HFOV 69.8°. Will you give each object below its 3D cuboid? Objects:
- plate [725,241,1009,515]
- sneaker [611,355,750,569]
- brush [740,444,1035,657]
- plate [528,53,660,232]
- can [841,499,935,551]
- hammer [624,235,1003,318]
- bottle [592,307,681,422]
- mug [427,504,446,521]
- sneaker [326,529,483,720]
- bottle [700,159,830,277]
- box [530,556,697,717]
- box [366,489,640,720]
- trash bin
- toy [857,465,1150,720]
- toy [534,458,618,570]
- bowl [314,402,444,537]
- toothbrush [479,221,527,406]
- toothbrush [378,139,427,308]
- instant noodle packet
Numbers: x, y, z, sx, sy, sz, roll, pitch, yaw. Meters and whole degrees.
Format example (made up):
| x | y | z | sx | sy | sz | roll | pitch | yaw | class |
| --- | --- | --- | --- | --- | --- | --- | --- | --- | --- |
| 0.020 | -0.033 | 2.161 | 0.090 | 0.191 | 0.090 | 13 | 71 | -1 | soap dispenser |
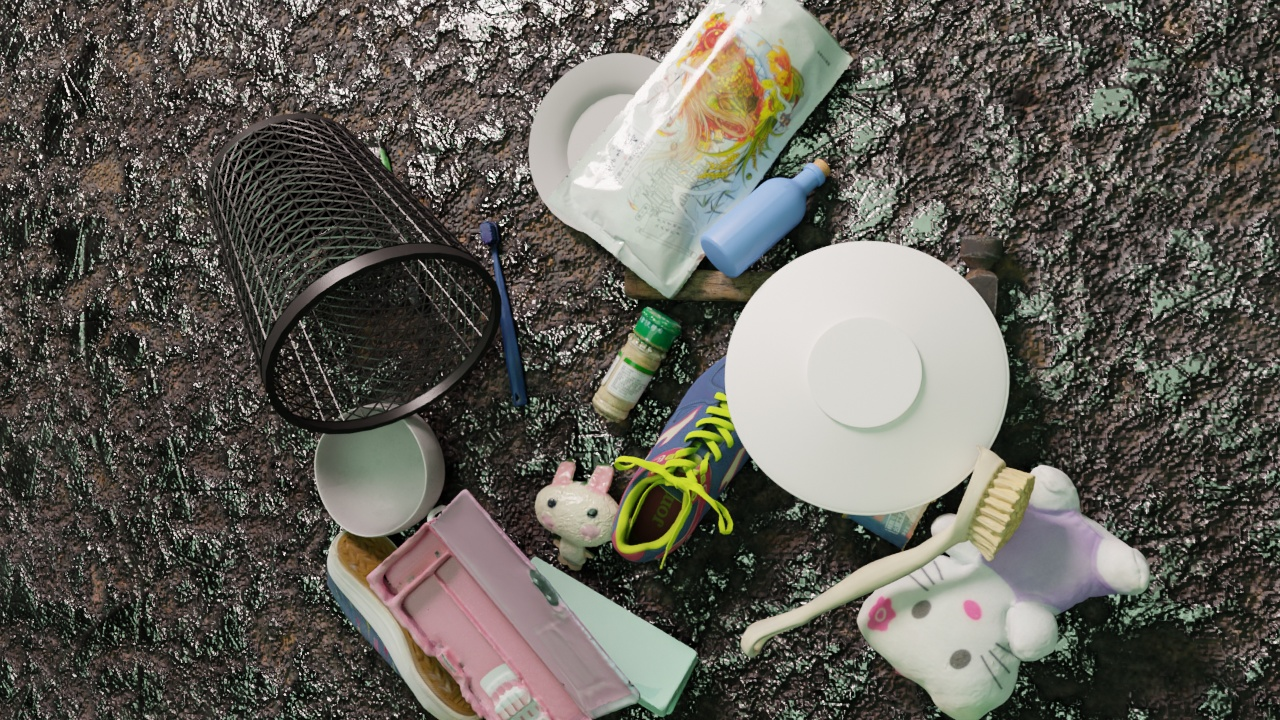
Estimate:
| x | y | z | sx | sy | sz | roll | pitch | yaw | class |
| --- | --- | --- | --- | --- | --- | --- | --- | --- | --- |
| 0.182 | 0.011 | 0.749 | 0.230 | 0.030 | 0.229 | -2 | 82 | 12 | plate |
| 0.060 | 0.082 | 0.813 | 0.116 | 0.091 | 0.242 | 37 | 100 | 18 | sneaker |
| 0.191 | 0.164 | 0.727 | 0.273 | 0.062 | 0.077 | -38 | 49 | 16 | brush |
| -0.024 | -0.205 | 0.880 | 0.173 | 0.019 | 0.173 | 0 | 90 | 19 | plate |
| 0.221 | 0.104 | 0.778 | 0.059 | 0.054 | 0.100 | 29 | 99 | 15 | can |
| 0.142 | -0.055 | 0.818 | 0.331 | 0.033 | 0.120 | 4 | 92 | 19 | hammer |
| -0.005 | 0.005 | 0.861 | 0.043 | 0.042 | 0.110 | 34 | 101 | 16 | bottle |
| -0.177 | 0.200 | 0.900 | 0.090 | 0.076 | 0.124 | -30 | 81 | 16 | mug |
| -0.236 | 0.274 | 0.930 | 0.235 | 0.087 | 0.079 | 46 | 130 | 14 | sneaker |
| 0.115 | -0.131 | 0.807 | 0.131 | 0.048 | 0.048 | -41 | 77 | -9 | bottle |
| -0.040 | 0.268 | 0.881 | 0.189 | 0.079 | 0.077 | 25 | 57 | 17 | box |
| -0.119 | 0.235 | 0.818 | 0.180 | 0.055 | 0.233 | -40 | 88 | 31 | box |
| -0.285 | -0.094 | 0.862 | 0.217 | 0.216 | 0.243 | -45 | 61 | 13 | trash bin |
| 0.284 | 0.187 | 0.740 | 0.209 | 0.085 | 0.137 | -42 | 64 | 12 | toy |
| -0.060 | 0.149 | 0.879 | 0.087 | 0.050 | 0.112 | 14 | 89 | 18 | toy |
| -0.257 | 0.110 | 0.934 | 0.132 | 0.064 | 0.132 | 0 | 90 | 19 | bowl |
| -0.138 | -0.048 | 0.919 | 0.016 | 0.017 | 0.190 | -12 | 86 | 19 | toothbrush |
| -0.252 | -0.143 | 0.960 | 0.017 | 0.014 | 0.188 | -19 | 84 | 25 | toothbrush |
| 0.053 | -0.204 | 0.818 | 0.147 | 0.057 | 0.269 | 39 | 94 | 3 | instant noodle packet |
